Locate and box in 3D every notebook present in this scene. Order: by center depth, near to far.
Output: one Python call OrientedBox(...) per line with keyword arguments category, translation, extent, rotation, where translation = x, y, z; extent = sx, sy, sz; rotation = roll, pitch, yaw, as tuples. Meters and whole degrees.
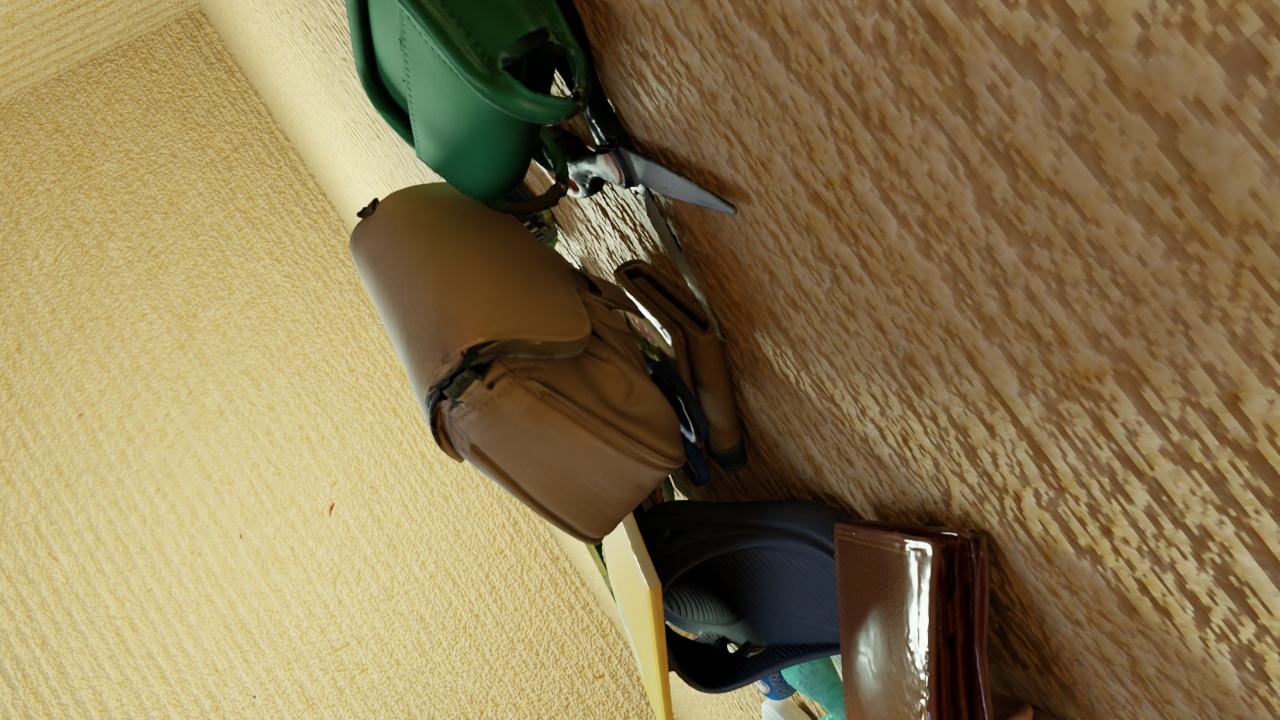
OrientedBox(category="notebook", translation=(-0.008, 0.140, 0.582), extent=(0.145, 0.010, 0.207), rotation=(-115, 14, -44))

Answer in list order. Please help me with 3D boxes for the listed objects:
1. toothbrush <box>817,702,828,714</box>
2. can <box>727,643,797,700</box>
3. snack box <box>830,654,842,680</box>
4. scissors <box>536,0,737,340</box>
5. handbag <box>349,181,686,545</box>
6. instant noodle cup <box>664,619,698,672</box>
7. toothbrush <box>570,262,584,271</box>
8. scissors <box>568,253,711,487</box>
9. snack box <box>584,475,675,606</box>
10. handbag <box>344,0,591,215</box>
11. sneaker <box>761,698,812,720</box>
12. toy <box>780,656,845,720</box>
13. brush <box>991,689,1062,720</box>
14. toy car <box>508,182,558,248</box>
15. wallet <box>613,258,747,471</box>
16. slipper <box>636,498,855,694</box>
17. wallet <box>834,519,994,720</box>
OrientedBox(category="toothbrush", translation=(0.135, 0.269, 0.772), extent=(0.190, 0.016, 0.016), rotation=(55, 166, 6))
OrientedBox(category="can", translation=(0.086, 0.202, 0.712), extent=(0.102, 0.057, 0.083), rotation=(41, 161, 47))
OrientedBox(category="snack box", translation=(0.169, 0.237, 0.569), extent=(0.077, 0.027, 0.156), rotation=(33, 153, 61))
OrientedBox(category="scissors", translation=(-0.024, -0.110, 0.458), extent=(0.234, 0.021, 0.221), rotation=(61, 166, -16))
OrientedBox(category="handbag", translation=(-0.060, -0.011, 0.467), extent=(0.147, 0.100, 0.204), rotation=(35, -168, -44))
OrientedBox(category="instant noodle cup", translation=(0.025, 0.213, 0.870), extent=(0.120, 0.111, 0.111), rotation=(56, 169, 39))
OrientedBox(category="toothbrush", translation=(-0.038, 0.001, 0.744), extent=(0.221, 0.026, 0.026), rotation=(77, -179, -55))
OrientedBox(category="scissors", translation=(-0.004, -0.005, 0.528), extent=(0.171, 0.012, 0.140), rotation=(63, 167, 4))
OrientedBox(category="snack box", translation=(-0.022, 0.081, 0.703), extent=(0.114, 0.063, 0.240), rotation=(-97, -9, -46))
OrientedBox(category="handbag", translation=(-0.074, -0.134, 0.425), extent=(0.120, 0.067, 0.131), rotation=(47, 160, 1))
OrientedBox(category="sneaker", translation=(0.176, 0.432, 0.848), extent=(0.242, 0.090, 0.090), rotation=(52, 164, 22))
OrientedBox(category="toy", translation=(0.133, 0.235, 0.641), extent=(0.092, 0.030, 0.097), rotation=(45, 130, 7))
OrientedBox(category="brush", translation=(0.149, 0.176, 0.426), extent=(0.073, 0.063, 0.146), rotation=(60, 166, 2))
OrientedBox(category="toy car", translation=(-0.096, -0.106, 0.664), extent=(0.091, 0.043, 0.036), rotation=(51, 166, 23))
OrientedBox(category="wallet", translation=(0.024, 0.005, 0.538), extent=(0.090, 0.033, 0.115), rotation=(45, 159, 42))
OrientedBox(category="slipper", translation=(0.046, 0.145, 0.561), extent=(0.110, 0.083, 0.269), rotation=(54, 152, -4))
OrientedBox(category="wallet", translation=(0.114, 0.132, 0.396), extent=(0.101, 0.032, 0.124), rotation=(150, 119, -78))
